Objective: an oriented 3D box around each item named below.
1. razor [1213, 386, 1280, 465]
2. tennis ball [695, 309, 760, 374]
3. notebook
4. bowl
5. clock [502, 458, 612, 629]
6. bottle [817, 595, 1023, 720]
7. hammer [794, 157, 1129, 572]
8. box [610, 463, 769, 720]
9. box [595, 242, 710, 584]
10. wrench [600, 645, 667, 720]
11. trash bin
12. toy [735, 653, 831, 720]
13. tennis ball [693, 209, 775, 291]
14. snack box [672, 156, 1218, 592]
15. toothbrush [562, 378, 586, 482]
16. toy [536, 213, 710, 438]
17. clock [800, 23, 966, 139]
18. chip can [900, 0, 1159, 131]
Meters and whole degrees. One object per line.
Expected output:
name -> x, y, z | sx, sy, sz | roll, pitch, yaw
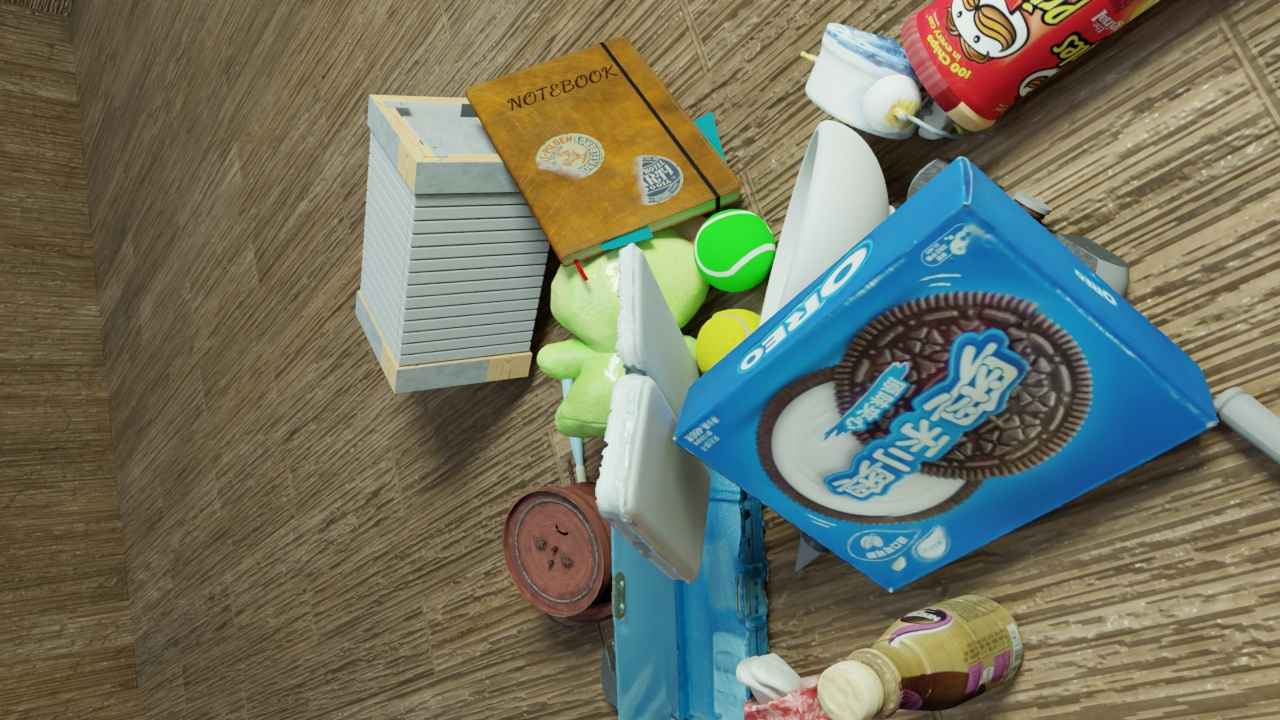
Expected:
razor -> 0.342, 0.056, 0.463 | 0.088, 0.047, 0.116 | -61, 42, 27
tennis ball -> 0.076, -0.008, 0.728 | 0.065, 0.065, 0.065 | -1, 89, 47
notebook -> -0.027, -0.187, 0.791 | 0.014, 0.178, 0.249 | 84, 160, -55
bowl -> 0.132, -0.070, 0.631 | 0.066, 0.176, 0.177 | 14, 103, 3
clock -> -0.066, 0.183, 0.861 | 0.120, 0.072, 0.158 | 27, 110, 28
bottle -> 0.168, 0.184, 0.554 | 0.060, 0.165, 0.059 | 0, 89, 47
hammer -> 0.182, 0.032, 0.638 | 0.156, 0.043, 0.323 | 47, 125, 37
box -> 0.035, 0.191, 0.738 | 0.094, 0.111, 0.231 | -4, 87, 48
box -> 0.017, 0.046, 0.635 | 0.045, 0.209, 0.191 | -4, 62, 15
wrench -> 0.038, 0.366, 0.802 | 0.273, 0.018, 0.073 | 55, 127, 31
trash bin -> -0.185, -0.116, 0.909 | 0.142, 0.142, 0.247 | 51, 137, 41
toy -> 0.119, 0.311, 0.667 | 0.160, 0.084, 0.194 | -27, 71, 50
tennis ball -> 0.075, -0.087, 0.731 | 0.065, 0.065, 0.065 | -1, 89, 47
snack box -> 0.167, 0.026, 0.547 | 0.240, 0.195, 0.056 | -43, 18, 37
toothbrush -> -0.064, 0.089, 0.915 | 0.022, 0.016, 0.155 | -17, 77, 45
toy -> -0.012, -0.026, 0.770 | 0.107, 0.150, 0.197 | -96, 6, -74
clock -> 0.167, -0.182, 0.618 | 0.125, 0.088, 0.052 | 50, 129, 38
chip can -> 0.260, -0.227, 0.519 | 0.214, 0.086, 0.087 | -34, 65, 41
